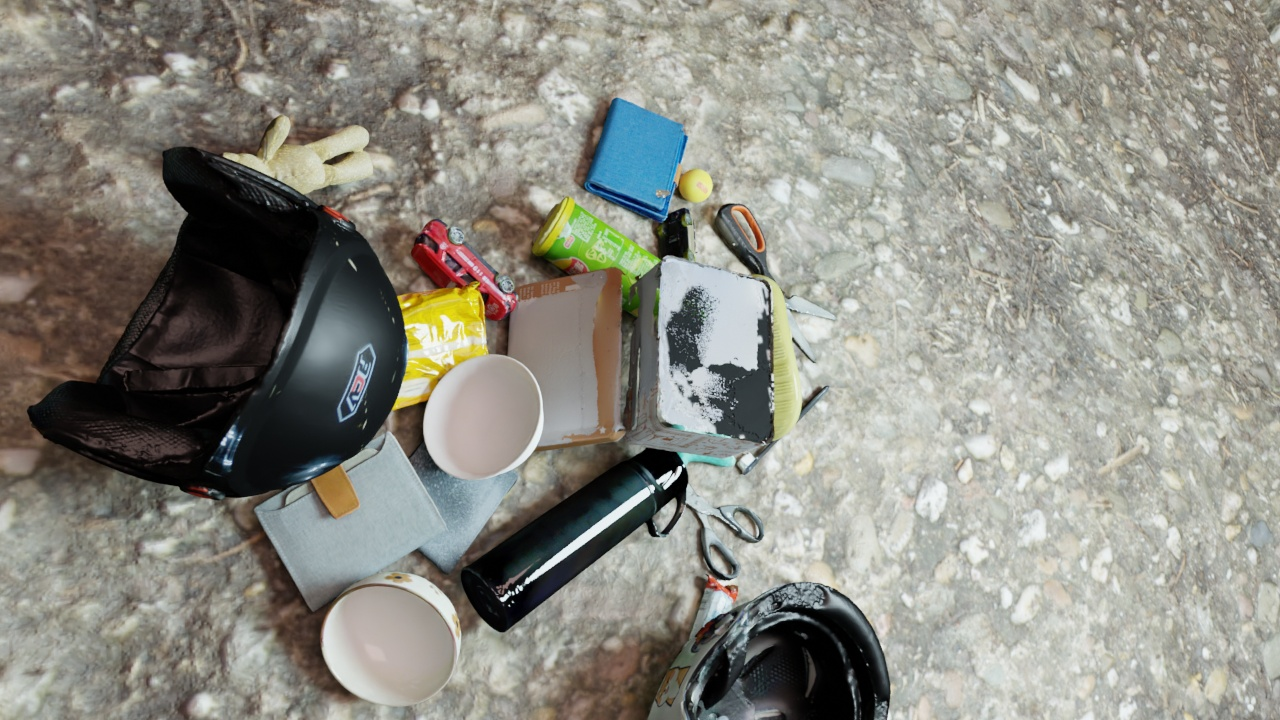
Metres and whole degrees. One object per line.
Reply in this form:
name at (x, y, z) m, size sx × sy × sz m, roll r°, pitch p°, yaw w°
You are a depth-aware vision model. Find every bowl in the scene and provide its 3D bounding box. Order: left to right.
bowl at (-0.201, 0.223, 0.768) m, size 0.113 × 0.114 × 0.062 m, roll 47°, pitch 15°, yaw -8°
bowl at (-0.134, 0.060, 0.854) m, size 0.065 × 0.118 × 0.118 m, roll 47°, pitch 41°, yaw -63°

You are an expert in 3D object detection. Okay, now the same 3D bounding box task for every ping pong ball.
ping pong ball at (0.067, -0.211, 1.108) m, size 0.040 × 0.040 × 0.040 m, roll 11°, pitch 68°, yaw -27°

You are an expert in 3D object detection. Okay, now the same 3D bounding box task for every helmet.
helmet at (-0.289, -0.012, 0.695) m, size 0.230 × 0.275 × 0.233 m, roll 30°, pitch 80°, yaw -48°
helmet at (0.102, 0.346, 0.858) m, size 0.230 × 0.157 × 0.273 m, roll 45°, pitch 53°, yaw -15°

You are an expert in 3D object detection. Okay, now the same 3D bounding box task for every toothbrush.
toothbrush at (0.172, 0.077, 1.081) m, size 0.180 × 0.016 × 0.018 m, roll -37°, pitch 84°, yaw -34°

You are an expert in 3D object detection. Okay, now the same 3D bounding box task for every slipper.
slipper at (0.142, -0.003, 1.047) m, size 0.081 × 0.092 × 0.190 m, roll -3°, pitch 87°, yaw -62°

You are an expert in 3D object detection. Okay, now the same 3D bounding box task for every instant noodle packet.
instant noodle packet at (-0.207, -0.014, 0.860) m, size 0.128 × 0.044 × 0.111 m, roll -12°, pitch 103°, yaw -32°

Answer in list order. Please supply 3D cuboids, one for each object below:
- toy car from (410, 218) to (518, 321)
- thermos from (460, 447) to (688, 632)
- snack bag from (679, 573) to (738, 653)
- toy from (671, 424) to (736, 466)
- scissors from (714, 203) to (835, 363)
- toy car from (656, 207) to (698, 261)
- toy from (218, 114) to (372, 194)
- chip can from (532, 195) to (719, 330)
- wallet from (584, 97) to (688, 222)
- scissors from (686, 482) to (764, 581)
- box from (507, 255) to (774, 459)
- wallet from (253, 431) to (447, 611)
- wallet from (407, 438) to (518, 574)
toy car at (-0.176, -0.086, 0.914) m, size 0.120 × 0.053 × 0.045 m, roll 42°, pitch 58°, yaw -8°
thermos at (-0.050, 0.172, 0.883) m, size 0.241 × 0.069 × 0.090 m, roll -30°, pitch 95°, yaw -34°
snack bag at (0.071, 0.272, 0.945) m, size 0.045 × 0.026 × 0.105 m, roll 38°, pitch 59°, yaw -23°
toy at (0.069, 0.088, 1.010) m, size 0.091 × 0.030 × 0.096 m, roll 18°, pitch 58°, yaw -33°
scissors at (0.142, -0.088, 1.124) m, size 0.224 × 0.022 × 0.221 m, roll -17°, pitch 87°, yaw -32°
toy car at (0.046, -0.132, 1.066) m, size 0.035 × 0.042 × 0.090 m, roll 29°, pitch 51°, yaw -44°
toy at (-0.322, -0.182, 0.863) m, size 0.156 × 0.066 × 0.105 m, roll -29°, pitch 131°, yaw -38°
chip can at (-0.009, -0.090, 1.000) m, size 0.221 × 0.073 × 0.072 m, roll 32°, pitch 59°, yaw -17°
wallet at (-0.001, -0.236, 1.079) m, size 0.106 × 0.040 × 0.132 m, roll 21°, pitch 63°, yaw -13°
scissors at (0.066, 0.158, 0.994) m, size 0.165 × 0.014 × 0.162 m, roll 2°, pitch 69°, yaw -28°
box at (-0.003, 0.000, 0.896) m, size 0.272 × 0.130 × 0.179 m, roll 1°, pitch 70°, yaw 1°
wallet at (-0.248, 0.134, 0.786) m, size 0.129 × 0.037 × 0.106 m, roll -30°, pitch 90°, yaw -19°
wallet at (-0.181, 0.123, 0.857) m, size 0.097 × 0.019 × 0.120 m, roll 43°, pitch 55°, yaw -13°
